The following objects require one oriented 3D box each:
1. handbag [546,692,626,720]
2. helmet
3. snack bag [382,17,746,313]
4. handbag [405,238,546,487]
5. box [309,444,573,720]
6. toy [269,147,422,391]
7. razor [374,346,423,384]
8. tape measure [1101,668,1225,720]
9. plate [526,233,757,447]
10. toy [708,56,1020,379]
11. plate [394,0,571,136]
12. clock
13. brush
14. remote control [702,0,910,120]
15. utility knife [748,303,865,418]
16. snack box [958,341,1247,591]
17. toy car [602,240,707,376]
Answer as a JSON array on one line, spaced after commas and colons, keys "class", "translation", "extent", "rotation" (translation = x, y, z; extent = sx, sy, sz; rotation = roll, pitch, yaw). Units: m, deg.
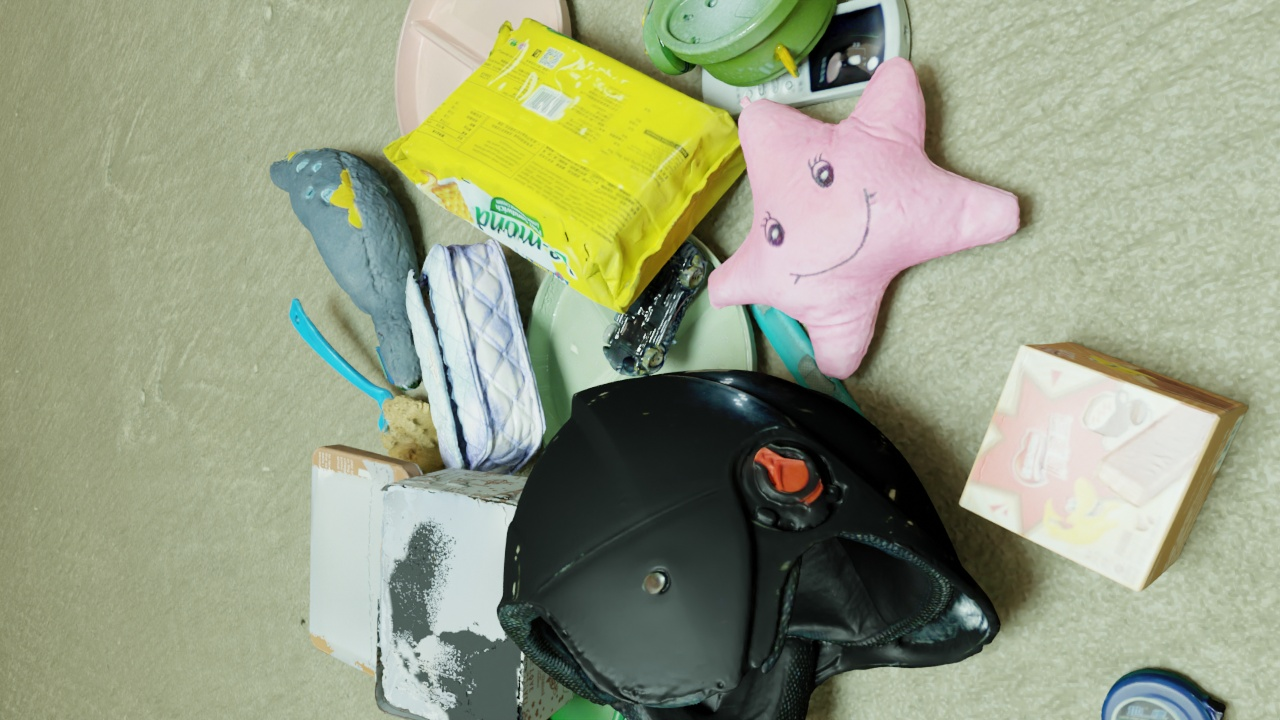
[{"class": "handbag", "translation": [-0.039, 0.238, 0.722], "extent": [0.131, 0.067, 0.120], "rotation": [34, 113, 34]}, {"class": "helmet", "translation": [0.053, 0.115, 0.537], "extent": [0.275, 0.234, 0.229], "rotation": [-8, 55, 7]}, {"class": "snack bag", "translation": [-0.053, -0.151, 0.649], "extent": [0.246, 0.068, 0.158], "rotation": [33, 76, 26]}, {"class": "handbag", "translation": [-0.146, 0.001, 0.780], "extent": [0.134, 0.075, 0.193], "rotation": [-47, 55, 57]}, {"class": "box", "translation": [-0.177, 0.169, 0.705], "extent": [0.262, 0.088, 0.178], "rotation": [5, 95, 26]}, {"class": "toy", "translation": [-0.286, -0.125, 0.903], "extent": [0.356, 0.091, 0.138], "rotation": [53, 134, 28]}, {"class": "razor", "translation": [-0.200, 0.022, 0.880], "extent": [0.143, 0.022, 0.043], "rotation": [23, 140, 33]}, {"class": "tape measure", "translation": [0.273, 0.190, 0.480], "extent": [0.058, 0.025, 0.054], "rotation": [-4, 87, 37]}, {"class": "plate", "translation": [-0.004, 0.004, 0.707], "extent": [0.231, 0.027, 0.230], "rotation": [3, 95, 41]}, {"class": "toy", "translation": [0.111, -0.090, 0.570], "extent": [0.195, 0.074, 0.178], "rotation": [-45, 73, 32]}, {"class": "plate", "translation": [-0.141, -0.258, 0.812], "extent": [0.230, 0.028, 0.229], "rotation": [2, 93, 42]}, {"class": "clock", "translation": [0.059, -0.240, 0.603], "extent": [0.161, 0.056, 0.116], "rotation": [27, 89, 44]}, {"class": "brush", "translation": [-0.273, 0.025, 0.905], "extent": [0.254, 0.045, 0.083], "rotation": [42, 128, 18]}, {"class": "remote control", "translation": [0.104, -0.198, 0.608], "extent": [0.150, 0.021, 0.058], "rotation": [0, 92, 41]}, {"class": "utility knife", "translation": [0.123, 0.019, 0.608], "extent": [0.029, 0.013, 0.193], "rotation": [-47, 63, 33]}, {"class": "snack box", "translation": [0.235, 0.049, 0.471], "extent": [0.094, 0.076, 0.093], "rotation": [27, 110, 37]}, {"class": "toy car", "translation": [0.011, -0.037, 0.651], "extent": [0.049, 0.031, 0.106], "rotation": [34, 102, 36]}]
